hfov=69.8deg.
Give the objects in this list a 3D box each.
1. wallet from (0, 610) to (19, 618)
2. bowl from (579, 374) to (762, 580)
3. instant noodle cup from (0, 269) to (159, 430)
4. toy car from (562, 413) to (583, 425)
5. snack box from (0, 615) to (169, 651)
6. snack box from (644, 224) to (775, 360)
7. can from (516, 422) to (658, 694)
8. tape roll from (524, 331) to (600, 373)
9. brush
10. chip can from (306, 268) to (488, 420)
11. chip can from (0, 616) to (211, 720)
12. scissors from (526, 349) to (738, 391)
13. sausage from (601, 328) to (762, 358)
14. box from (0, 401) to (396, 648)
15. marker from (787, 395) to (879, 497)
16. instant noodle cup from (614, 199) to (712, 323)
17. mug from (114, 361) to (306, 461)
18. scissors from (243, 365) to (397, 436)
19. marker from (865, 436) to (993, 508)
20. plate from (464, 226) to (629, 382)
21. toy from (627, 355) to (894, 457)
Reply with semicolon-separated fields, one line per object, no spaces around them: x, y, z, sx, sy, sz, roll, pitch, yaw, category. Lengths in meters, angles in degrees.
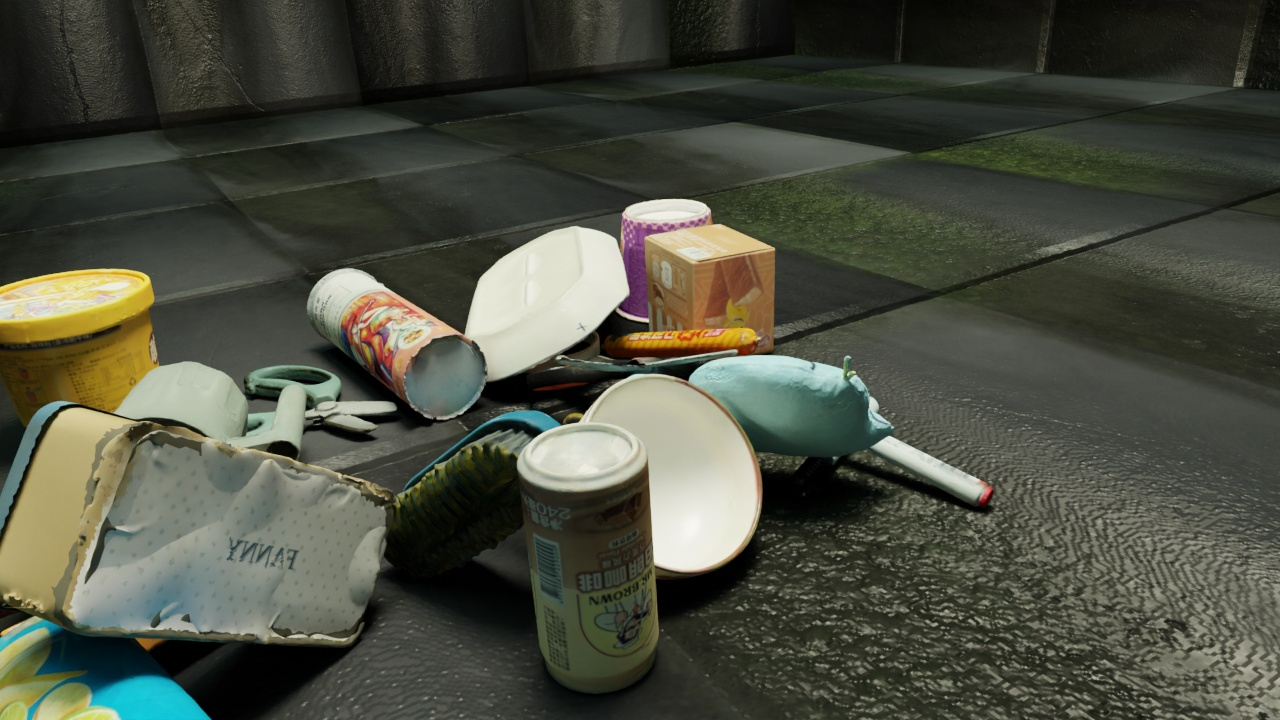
-0.277;0.099;0.504;0.122;0.020;0.096;-19;11;-7;wallet
0.005;0.071;0.514;0.113;0.113;0.062;-23;-13;-38;bowl
-0.417;0.002;0.685;0.118;0.114;0.118;-3;23;1;instant noodle cup
-0.072;0.068;0.591;0.122;0.037;0.056;-14;20;6;toy car
-0.242;0.116;0.489;0.075;0.026;0.153;-4;18;38;snack box
0.059;-0.058;0.789;0.077;0.094;0.093;-13;25;-21;snack box
-0.023;0.091;0.426;0.058;0.116;0.058;-3;24;1;can
-0.078;-0.011;0.801;0.086;0.014;0.085;-3;23;1;tape roll
-0.085;0.068;0.497;0.144;0.055;0.073;-36;6;38;brush
-0.206;-0.018;0.763;0.071;0.071;0.215;-19;28;-32;chip can
-0.179;0.164;0.335;0.210;0.071;0.071;18;31;40;chip can
0.000;0.004;0.652;0.221;0.021;0.233;-7;-6;39;scissors
0.029;-0.013;0.742;0.165;0.021;0.021;-2;19;40;sausage
-0.194;0.079;0.411;0.062;0.089;0.184;7;-17;28;box
0.133;0.056;0.615;0.023;0.018;0.130;21;32;27;marker
0.026;-0.100;0.887;0.111;0.099;0.111;-3;22;1;instant noodle cup
-0.281;0.051;0.595;0.124;0.084;0.103;-11;23;-12;mug
-0.268;0.031;0.722;0.176;0.019;0.172;-5;23;-1;scissors
0.154;0.054;0.585;0.145;0.017;0.017;28;37;32;marker
-0.093;-0.062;0.815;0.162;0.034;0.265;-26;23;7;plate
0.069;0.030;0.564;0.161;0.157;0.049;18;62;-14;toy
